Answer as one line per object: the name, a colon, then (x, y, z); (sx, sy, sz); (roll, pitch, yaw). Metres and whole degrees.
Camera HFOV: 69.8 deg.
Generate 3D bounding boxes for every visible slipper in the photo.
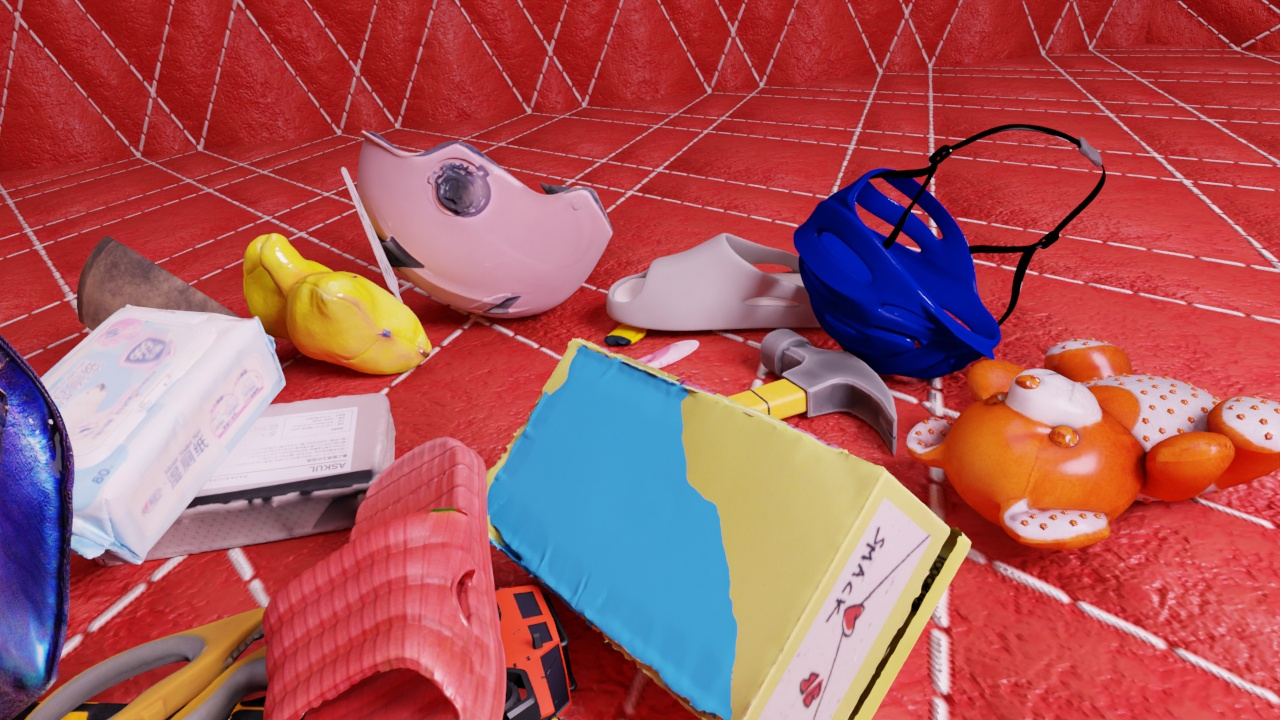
slipper: (0.102, -0.080, 0.842); (0.266, 0.081, 0.112); (2, 27, 4)
slipper: (-0.114, 0.101, 0.397); (0.103, 0.059, 0.248); (-33, 27, 7)

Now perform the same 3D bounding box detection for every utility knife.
utility knife: (0.027, -0.059, 0.906); (0.030, 0.019, 0.217); (13, 33, 25)

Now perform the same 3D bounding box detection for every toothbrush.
toothbrush: (-0.231, -0.089, 0.828); (0.010, 0.182, 0.010); (-34, 36, -28)
toothbrush: (-0.005, 0.004, 0.767); (0.134, 0.016, 0.022); (-17, 26, -31)

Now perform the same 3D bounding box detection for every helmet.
helmet: (0.227, -0.097, 0.701); (0.147, 0.228, 0.241); (27, 29, -26)
helmet: (-0.163, -0.128, 0.898); (0.255, 0.152, 0.230); (20, 6, -18)

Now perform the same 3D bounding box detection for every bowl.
bowl: (-0.403, -0.031, 0.787); (0.162, 0.162, 0.070); (19, 73, 45)

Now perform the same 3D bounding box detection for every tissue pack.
tissue pack: (-0.251, 0.077, 0.599); (0.181, 0.071, 0.103); (-11, 38, -5)
tissue pack: (-0.307, 0.039, 0.543); (0.112, 0.070, 0.181); (9, 42, 13)

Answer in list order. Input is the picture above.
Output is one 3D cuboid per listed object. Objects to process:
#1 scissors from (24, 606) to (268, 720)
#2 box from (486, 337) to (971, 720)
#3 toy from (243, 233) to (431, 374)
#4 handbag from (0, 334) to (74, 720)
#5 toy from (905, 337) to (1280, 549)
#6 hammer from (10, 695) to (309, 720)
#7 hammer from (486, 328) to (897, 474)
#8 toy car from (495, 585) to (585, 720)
scissors: (-0.165, 0.133, 0.443); (0.134, 0.016, 0.227); (13, 24, 29)
box: (0.020, 0.077, 0.432); (0.221, 0.082, 0.124); (20, 76, 51)
toy: (-0.287, -0.046, 0.822); (0.194, 0.134, 0.087); (22, 77, 40)
handbag: (-0.378, 0.076, 0.394); (0.204, 0.126, 0.222); (-25, 53, -12)
toy: (0.250, 0.041, 0.519); (0.172, 0.093, 0.164); (-15, 25, -18)
hammer: (-0.304, 0.165, 0.428); (0.321, 0.036, 0.123); (-1, 22, 5)
hammer: (0.023, 0.052, 0.628); (0.324, 0.034, 0.170); (-16, 26, -20)
toy car: (-0.053, 0.139, 0.402); (0.048, 0.051, 0.100); (-14, 24, -16)
